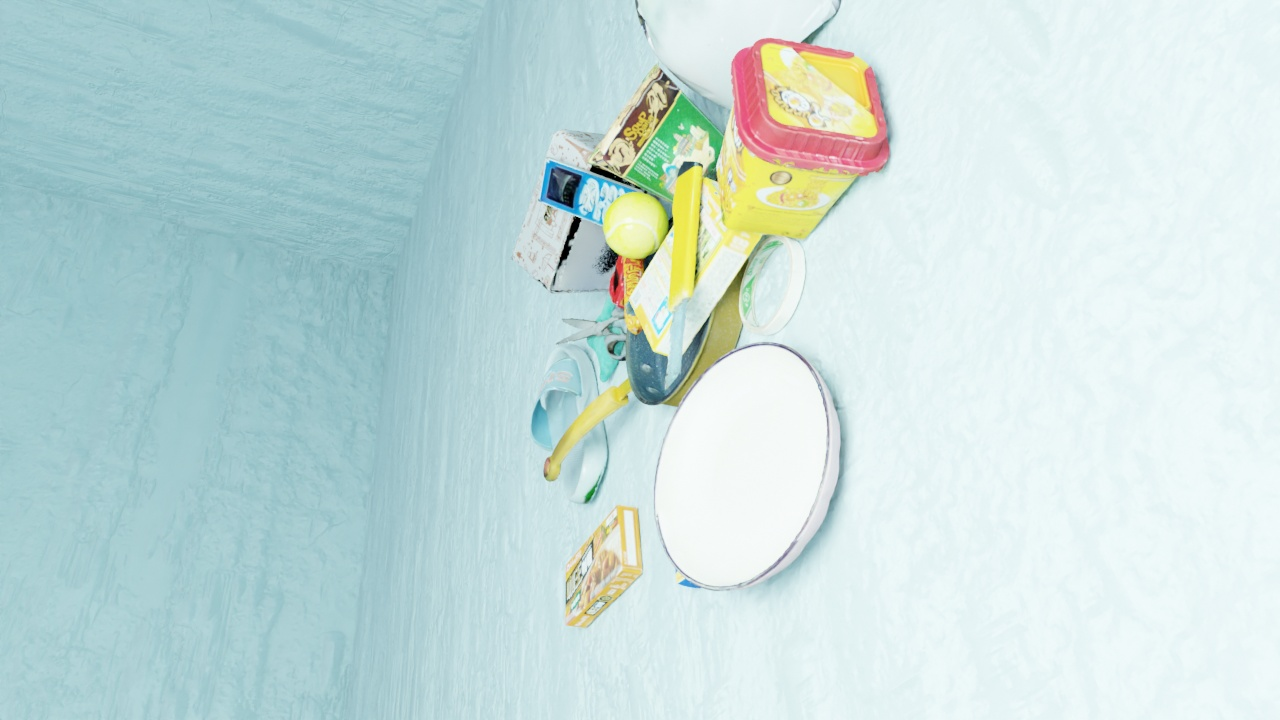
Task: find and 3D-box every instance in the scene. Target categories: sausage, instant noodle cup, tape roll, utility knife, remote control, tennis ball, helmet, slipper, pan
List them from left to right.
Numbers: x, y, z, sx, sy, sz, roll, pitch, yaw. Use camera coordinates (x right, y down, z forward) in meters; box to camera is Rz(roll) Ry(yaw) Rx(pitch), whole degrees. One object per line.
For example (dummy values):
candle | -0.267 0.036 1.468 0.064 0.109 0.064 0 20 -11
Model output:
slipper | -0.097 0.076 1.132 0.245 0.074 0.104 -108 36 -50
remote control | -0.053 -0.174 0.970 0.024 0.125 0.049 -28 -43 -57
sausage | -0.006 -0.081 0.922 0.164 0.021 0.022 -93 26 -48
pan | -0.006 0.005 0.940 0.197 0.078 0.358 -104 34 -49
tennis ball | -0.005 -0.133 0.908 0.065 0.065 0.065 -168 91 -68
utility knife | 0.036 -0.078 0.775 0.033 0.015 0.222 -27 49 50
helmet | 0.075 -0.378 0.860 0.230 0.145 0.258 155 125 -63
tape roll | 0.111 -0.064 0.780 0.086 0.014 0.086 -168 90 -68
instant noodle cup | 0.114 -0.164 0.711 0.124 0.116 0.116 115 157 -56

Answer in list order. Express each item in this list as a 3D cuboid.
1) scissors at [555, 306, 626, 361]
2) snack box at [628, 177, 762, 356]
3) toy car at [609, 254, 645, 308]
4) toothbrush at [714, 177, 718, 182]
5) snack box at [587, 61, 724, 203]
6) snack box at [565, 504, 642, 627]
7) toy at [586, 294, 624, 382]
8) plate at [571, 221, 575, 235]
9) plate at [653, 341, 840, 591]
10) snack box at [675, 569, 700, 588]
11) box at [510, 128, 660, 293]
scissors | -0.047 -0.036 1.083 0.164 0.014 0.164 -44 39 24
snack box | 0.045 -0.081 0.813 0.141 0.033 0.086 -59 32 26
toy car | -0.007 -0.109 1.025 0.107 0.031 0.049 -61 29 32
toothbrush | 0.053 -0.133 0.850 0.189 0.014 0.016 -57 18 28
snack box | 0.022 -0.215 0.919 0.118 0.105 0.117 -52 11 9
snack box | -0.042 0.222 0.982 0.154 0.026 0.075 126 149 -45
toy | -0.043 -0.031 1.116 0.092 0.030 0.096 43 115 61
plate | -0.108 -0.221 1.379 0.230 0.028 0.229 -168 90 -68
plate | 0.084 0.082 0.701 0.193 0.039 0.192 -33 46 43
snack box | 0.057 0.109 0.801 0.085 0.026 0.156 132 144 -49
box | -0.043 -0.193 1.123 0.180 0.136 0.268 -67 -6 27
